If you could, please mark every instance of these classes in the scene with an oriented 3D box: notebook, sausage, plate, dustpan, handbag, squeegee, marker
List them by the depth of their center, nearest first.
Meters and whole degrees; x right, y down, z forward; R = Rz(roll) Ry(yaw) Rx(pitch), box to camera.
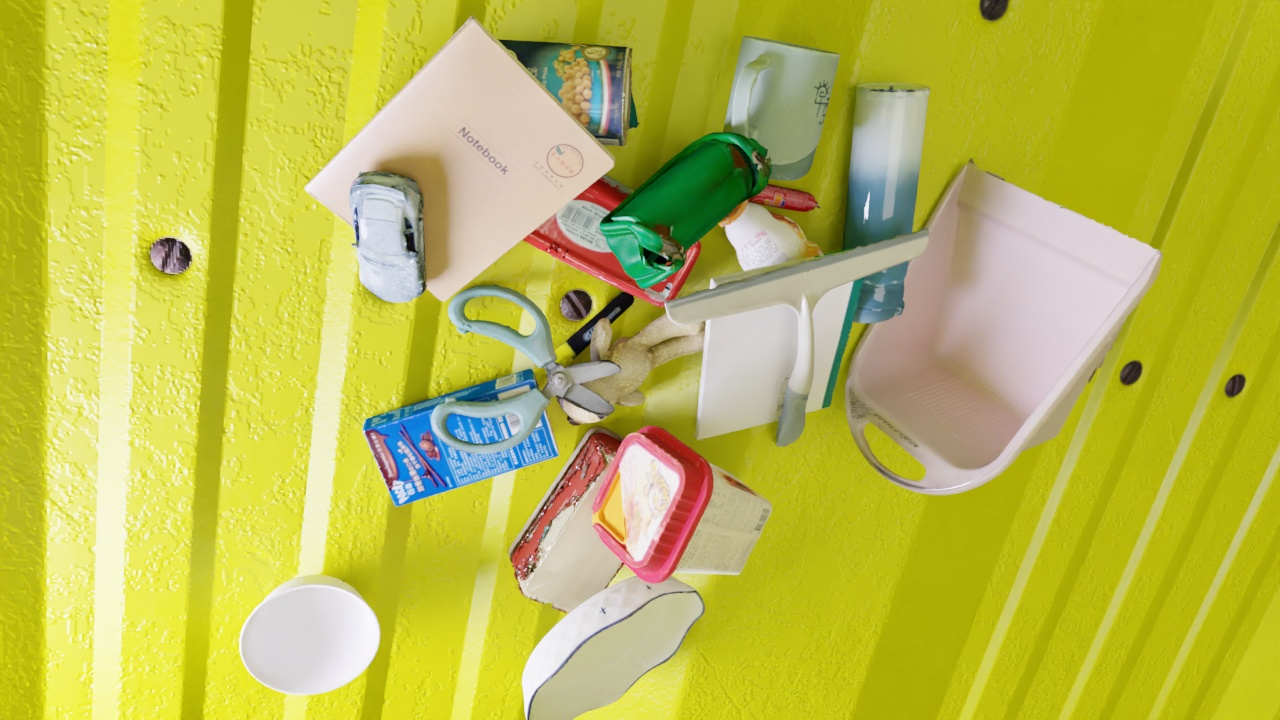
[{"bbox_3d":[-0.143,-0.144,0.712,0.208,0.008,0.148,-33,121,29],"label":"notebook"},{"bbox_3d":[0.037,-0.119,0.731,0.131,0.120,0.068,-41,107,-10],"label":"handbag"},{"bbox_3d":[0.095,-0.154,0.829,0.155,0.020,0.020,8,109,-20],"label":"sausage"},{"bbox_3d":[0.298,-0.017,0.838,0.138,0.222,0.274,-12,123,-26],"label":"dustpan"},{"bbox_3d":[-0.054,-0.019,0.840,0.124,0.015,0.018,-42,121,3],"label":"marker"},{"bbox_3d":[0.146,0.013,0.854,0.246,0.039,0.247,-16,138,-12],"label":"squeegee"},{"bbox_3d":[0.128,-0.010,0.860,0.150,0.012,0.210,-12,137,-14],"label":"notebook"},{"bbox_3d":[-0.031,0.284,0.911,0.204,0.045,0.205,-27,147,-20],"label":"plate"}]

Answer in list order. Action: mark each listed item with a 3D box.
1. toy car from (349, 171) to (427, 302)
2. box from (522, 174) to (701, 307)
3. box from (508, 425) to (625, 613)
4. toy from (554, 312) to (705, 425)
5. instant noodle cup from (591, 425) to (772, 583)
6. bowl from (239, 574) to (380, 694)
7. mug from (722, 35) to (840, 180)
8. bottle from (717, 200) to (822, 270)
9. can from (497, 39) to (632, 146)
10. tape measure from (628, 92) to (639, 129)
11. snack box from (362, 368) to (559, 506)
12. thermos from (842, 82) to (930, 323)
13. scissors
[{"bbox_3d":[-0.201,-0.095,0.731,0.054,0.036,0.121,7,133,-1],"label":"toy car"},{"bbox_3d":[-0.042,-0.120,0.793,0.201,0.048,0.087,25,100,-25],"label":"box"},{"bbox_3d":[-0.048,0.159,0.880,0.091,0.079,0.168,29,100,-26],"label":"box"},{"bbox_3d":[-0.005,0.005,0.838,0.157,0.066,0.105,-32,135,-6],"label":"toy"},{"bbox_3d":[0.040,0.134,0.815,0.124,0.116,0.117,21,97,-38],"label":"instant noodle cup"},{"bbox_3d":[-0.301,0.238,0.842,0.118,0.064,0.118,-7,113,-16],"label":"bowl"},{"bbox_3d":[0.107,-0.209,0.763,0.111,0.082,0.106,-22,130,-54],"label":"mug"},{"bbox_3d":[0.115,-0.104,0.831,0.108,0.063,0.063,39,96,-27],"label":"bottle"},{"bbox_3d":[-0.062,-0.206,0.707,0.111,0.075,0.075,4,112,2],"label":"can"},{"bbox_3d":[-0.031,-0.215,0.761,0.054,0.025,0.058,-19,115,-10],"label":"tape measure"},{"bbox_3d":[-0.160,0.070,0.830,0.157,0.026,0.084,-17,116,-3],"label":"snack box"},{"bbox_3d":[0.220,-0.142,0.848,0.070,0.070,0.221,-6,114,-15],"label":"thermos"},{"bbox_3d":[-0.110,0.026,0.795,0.174,0.019,0.177,33,86,-3],"label":"scissors"}]
